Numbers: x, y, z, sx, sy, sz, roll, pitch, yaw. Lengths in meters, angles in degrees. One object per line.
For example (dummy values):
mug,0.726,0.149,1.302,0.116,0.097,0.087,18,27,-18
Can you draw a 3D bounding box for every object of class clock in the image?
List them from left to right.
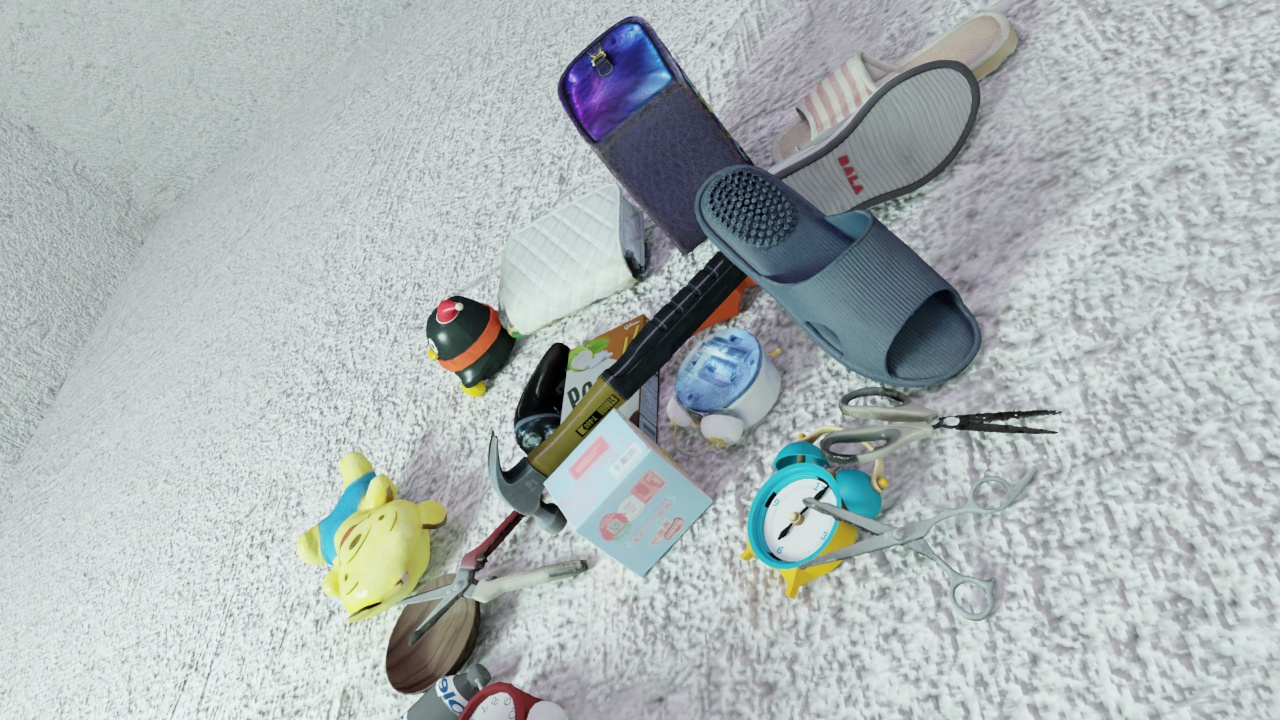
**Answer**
clock,-0.105,0.310,0.742,0.125,0.044,0.087,3,59,49
clock,0.071,0.031,0.820,0.125,0.052,0.089,-54,37,-9
clock,0.130,0.110,0.695,0.129,0.043,0.099,-57,36,-2

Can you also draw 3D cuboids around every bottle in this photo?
bottle,-0.177,0.313,0.812,0.112,0.047,0.047,-45,36,3

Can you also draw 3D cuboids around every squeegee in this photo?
squeegee,0.071,-0.062,0.902,0.185,0.055,0.249,-43,32,0

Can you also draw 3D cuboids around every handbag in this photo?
handbag,-0.079,-0.114,1.098,0.195,0.072,0.138,-22,51,30
handbag,0.021,-0.246,0.997,0.126,0.205,0.221,-37,35,12

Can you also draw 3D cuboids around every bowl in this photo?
bowl,-0.191,0.267,0.882,0.119,0.032,0.119,-27,40,26

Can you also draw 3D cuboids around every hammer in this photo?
hammer,-0.005,0.005,0.804,0.333,0.118,0.025,-47,36,1

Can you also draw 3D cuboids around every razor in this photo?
razor,-0.095,0.040,0.983,0.064,0.053,0.140,-6,50,28

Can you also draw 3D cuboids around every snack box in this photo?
snack box,-0.032,0.047,0.926,0.101,0.031,0.185,-25,41,28
snack box,-0.011,0.113,0.789,0.093,0.094,0.079,-47,35,1

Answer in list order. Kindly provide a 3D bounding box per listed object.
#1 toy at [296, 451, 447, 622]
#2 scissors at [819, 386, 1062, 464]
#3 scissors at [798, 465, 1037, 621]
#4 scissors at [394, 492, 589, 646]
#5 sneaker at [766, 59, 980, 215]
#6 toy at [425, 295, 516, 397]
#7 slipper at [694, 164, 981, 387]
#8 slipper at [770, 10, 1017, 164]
toy,-0.294,0.199,1.011,0.214,0.084,0.148,17,76,50
scissors,0.204,0.049,0.661,0.153,0.012,0.163,-27,28,-19
scissors,0.191,0.110,0.624,0.164,0.014,0.141,-43,55,-8
scissors,-0.132,0.197,0.865,0.180,0.015,0.199,4,41,35
sneaker,0.199,-0.191,0.879,0.263,0.097,0.128,-34,13,2
toy,-0.214,-0.031,1.117,0.100,0.119,0.097,-42,36,1
slipper,0.146,-0.078,0.721,0.263,0.082,0.101,40,84,20
slipper,0.245,-0.276,0.933,0.264,0.052,0.114,-27,41,25
